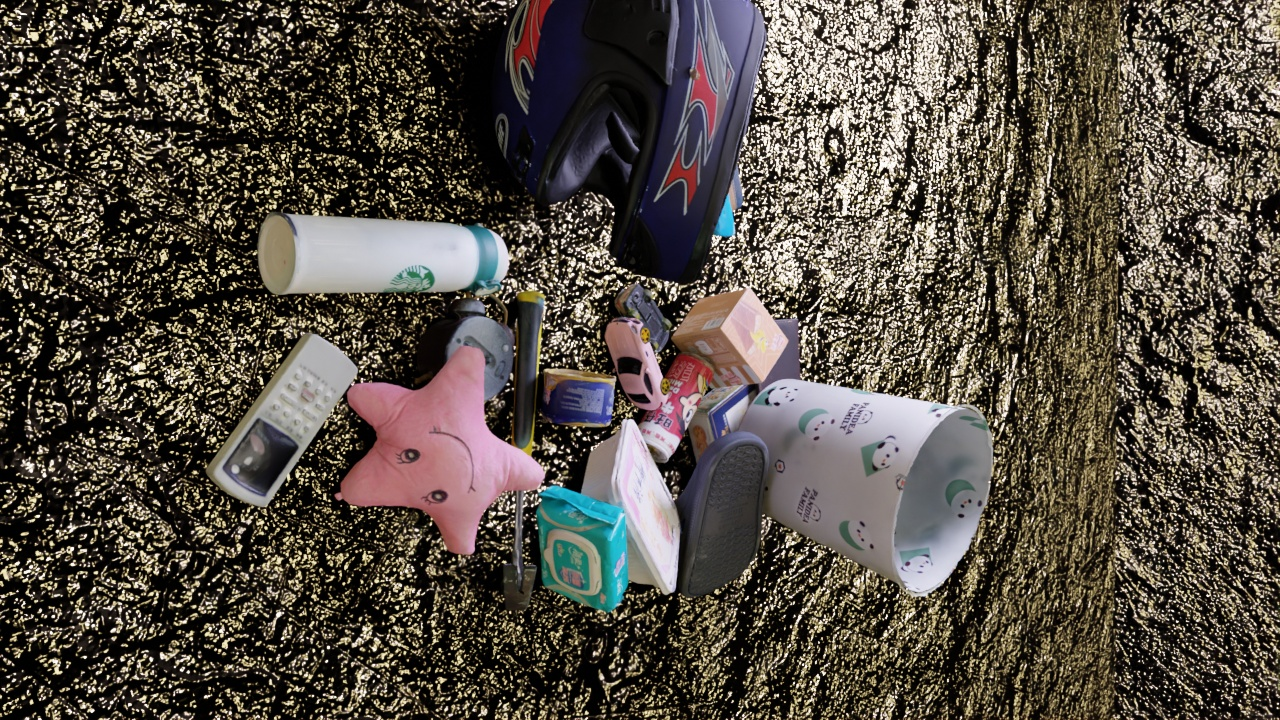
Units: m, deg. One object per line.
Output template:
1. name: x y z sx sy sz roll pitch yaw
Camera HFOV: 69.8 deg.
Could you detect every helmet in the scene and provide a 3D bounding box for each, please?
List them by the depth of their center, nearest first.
1. helmet: -0.025 -0.245 0.884 0.240 0.248 0.315 14 73 -4

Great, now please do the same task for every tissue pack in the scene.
1. tissue pack: -0.062 0.198 0.975 0.050 0.093 0.134 -47 144 -47

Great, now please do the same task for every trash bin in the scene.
1. trash bin: 0.266 0.138 1.146 0.229 0.252 0.230 -16 113 -42

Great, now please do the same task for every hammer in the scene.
1. hammer: -0.119 0.090 0.935 0.032 0.126 0.323 3 84 -9

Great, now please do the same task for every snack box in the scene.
1. snack box: 0.113 -0.026 1.154 0.094 0.093 0.076 50 57 -22
2. snack box: 0.147 0.109 1.251 0.182 0.046 0.178 -33 117 -41

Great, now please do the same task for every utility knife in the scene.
1. utility knife: 0.087 -0.243 1.123 0.034 0.018 0.194 -23 115 -24

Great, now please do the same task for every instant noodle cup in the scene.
1. instant noodle cup: -0.012 0.171 1.047 0.137 0.060 0.173 -80 148 -56

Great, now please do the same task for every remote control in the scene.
1. remote control: -0.301 0.050 0.780 0.058 0.021 0.149 48 60 -39

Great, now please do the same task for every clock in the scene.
1. clock: -0.165 -0.013 0.896 0.082 0.055 0.121 45 61 -39

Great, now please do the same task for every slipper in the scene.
1. slipper: 0.095 0.184 1.154 0.110 0.083 0.269 -9 127 -22

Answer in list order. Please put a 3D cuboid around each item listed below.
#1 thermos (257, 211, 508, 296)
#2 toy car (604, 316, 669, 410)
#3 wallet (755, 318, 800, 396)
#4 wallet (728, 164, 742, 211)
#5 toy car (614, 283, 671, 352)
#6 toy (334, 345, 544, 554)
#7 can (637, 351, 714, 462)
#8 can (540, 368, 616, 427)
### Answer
1. thermos: -0.218 -0.091 0.821 0.223 0.073 0.073 -5 97 -47
2. toy car: -0.006 0.006 1.070 0.037 0.056 0.122 -46 125 -42
3. wallet: 0.184 0.005 1.239 0.096 0.020 0.122 -5 93 -47
4. wallet: 0.080 -0.213 1.160 0.115 0.033 0.090 -37 120 -35
5. toy car: 0.004 -0.049 1.089 0.042 0.035 0.090 -56 131 -26
6. toy: -0.190 0.096 0.841 0.178 0.074 0.195 -24 109 -4
7. can: 0.040 0.057 1.125 0.053 0.053 0.132 50 59 -38
8. can: -0.066 0.037 0.953 0.074 0.148 0.049 6 91 -9
